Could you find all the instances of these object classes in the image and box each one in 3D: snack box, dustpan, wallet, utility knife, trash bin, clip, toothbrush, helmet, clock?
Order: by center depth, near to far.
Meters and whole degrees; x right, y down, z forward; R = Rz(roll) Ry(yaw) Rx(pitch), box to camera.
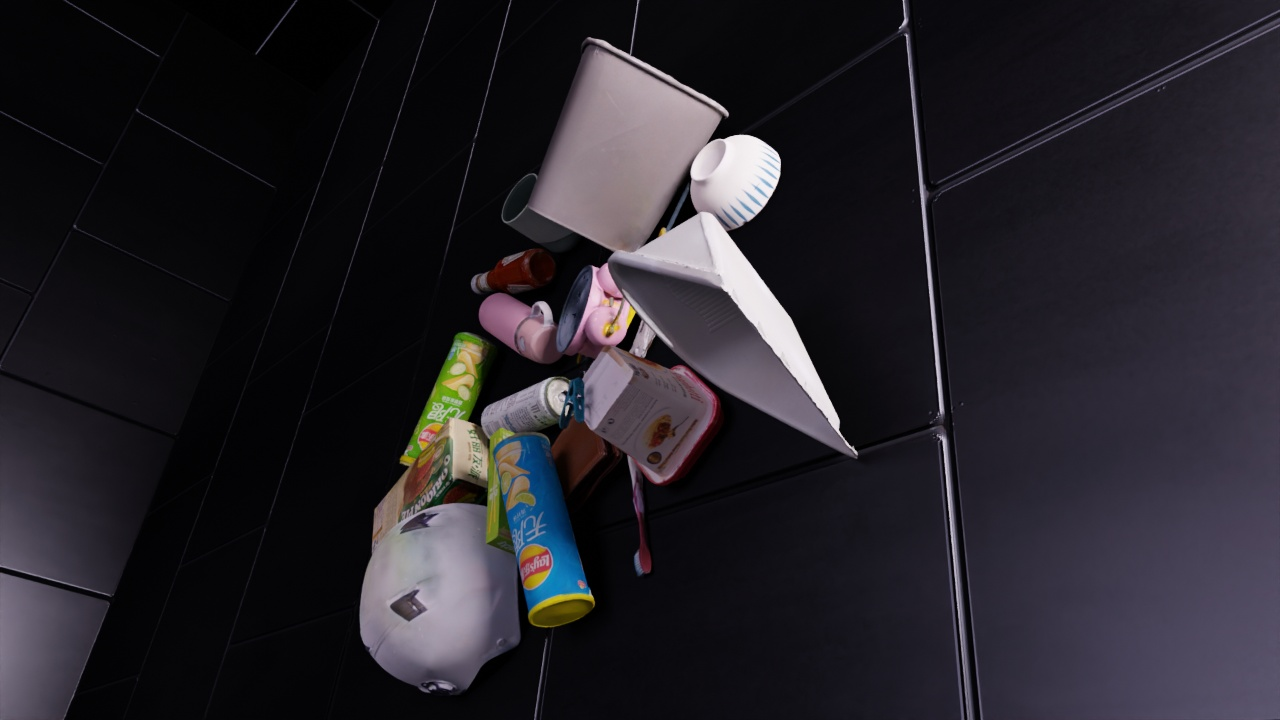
[{"bbox_3d":[0.062,-0.019,0.869,0.143,0.222,0.257,-33,30,17],"label":"dustpan"},{"bbox_3d":[-0.068,0.043,0.941,0.034,0.013,0.055,-19,54,45],"label":"clip"},{"bbox_3d":[-0.005,0.151,1.002,0.017,0.016,0.187,-47,35,36],"label":"toothbrush"},{"bbox_3d":[-0.070,0.110,1.086,0.125,0.032,0.101,-52,36,32],"label":"wallet"},{"bbox_3d":[-0.145,0.163,1.112,0.026,0.085,0.156,-37,39,31],"label":"snack box"},{"bbox_3d":[-0.261,0.281,1.120,0.259,0.145,0.228,-33,41,34],"label":"helmet"},{"bbox_3d":[0.013,-0.124,1.148,0.218,0.015,0.033,-64,20,14],"label":"utility knife"},{"bbox_3d":[-0.052,-0.062,1.149,0.159,0.059,0.117,146,140,-63],"label":"clock"},{"bbox_3d":[-0.030,-0.263,1.179,0.220,0.199,0.198,-63,11,9],"label":"trash bin"},{"bbox_3d":[-0.297,0.196,1.282,0.241,0.063,0.114,-47,36,30],"label":"snack box"}]

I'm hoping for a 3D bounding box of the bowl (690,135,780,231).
[{"bbox_3d":[0.102,-0.221,1.095,0.117,0.066,0.116,-32,42,35],"label":"bowl"}]

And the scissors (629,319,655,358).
[{"bbox_3d":[-0.017,0.009,1.123,0.214,0.015,0.197,-40,38,28],"label":"scissors"}]

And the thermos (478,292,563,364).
[{"bbox_3d":[-0.169,-0.055,1.315,0.199,0.067,0.087,28,124,58],"label":"thermos"}]

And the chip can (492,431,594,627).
[{"bbox_3d":[-0.111,0.184,1.024,0.071,0.071,0.210,-40,51,28],"label":"chip can"}]

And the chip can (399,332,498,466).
[{"bbox_3d":[-0.285,0.065,1.381,0.073,0.072,0.221,4,69,54],"label":"chip can"}]

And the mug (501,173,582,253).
[{"bbox_3d":[-0.131,-0.226,1.367,0.112,0.106,0.082,-48,34,18],"label":"mug"}]

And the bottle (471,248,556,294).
[{"bbox_3d":[-0.206,-0.132,1.440,0.206,0.059,0.059,-7,60,53],"label":"bottle"}]

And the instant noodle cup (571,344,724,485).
[{"bbox_3d":[0.002,0.052,0.967,0.117,0.124,0.116,-55,34,8],"label":"instant noodle cup"}]

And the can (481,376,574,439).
[{"bbox_3d":[-0.147,0.067,1.211,0.147,0.058,0.058,-23,48,42],"label":"can"}]
